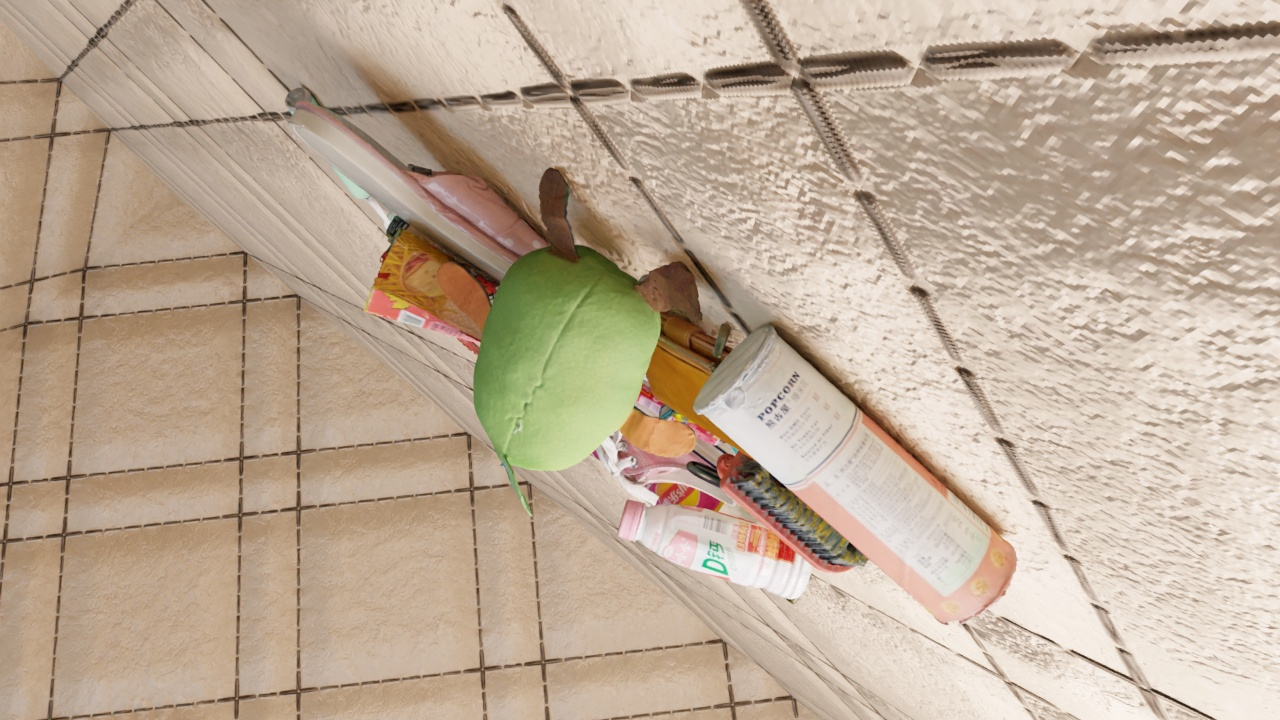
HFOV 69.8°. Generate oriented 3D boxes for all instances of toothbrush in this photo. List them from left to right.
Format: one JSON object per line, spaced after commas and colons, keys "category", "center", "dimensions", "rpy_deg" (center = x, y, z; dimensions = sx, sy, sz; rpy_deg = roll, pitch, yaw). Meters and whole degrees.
{"category": "toothbrush", "center": [-0.300, -0.196, 0.950], "dimensions": [0.026, 0.027, 0.225], "rpy_deg": [5, 155, 14]}
{"category": "toothbrush", "center": [0.124, 0.131, 0.823], "dimensions": [0.181, 0.015, 0.018], "rpy_deg": [24, 157, 11]}

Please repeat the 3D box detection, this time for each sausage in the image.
{"category": "sausage", "center": [0.012, 0.037, 0.850], "dimensions": [0.156, 0.020, 0.020], "rpy_deg": [29, 164, 8]}

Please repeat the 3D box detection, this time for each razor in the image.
{"category": "razor", "center": [0.076, 0.077, 0.817], "dimensions": [0.132, 0.028, 0.043], "rpy_deg": [37, 155, -3]}

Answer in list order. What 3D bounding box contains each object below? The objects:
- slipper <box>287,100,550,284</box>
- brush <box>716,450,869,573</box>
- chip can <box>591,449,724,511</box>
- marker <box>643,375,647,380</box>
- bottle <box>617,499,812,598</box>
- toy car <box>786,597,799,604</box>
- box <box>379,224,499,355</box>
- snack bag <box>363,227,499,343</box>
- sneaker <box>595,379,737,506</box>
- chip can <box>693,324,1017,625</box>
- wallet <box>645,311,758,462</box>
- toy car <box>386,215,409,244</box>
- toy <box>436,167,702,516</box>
{"category": "slipper", "center": [-0.148, -0.121, 0.729], "dimensions": [0.274, 0.054, 0.114], "rpy_deg": [35, 172, -21]}
{"category": "brush", "center": [0.129, 0.123, 0.759], "dimensions": [0.146, 0.063, 0.069], "rpy_deg": [42, 154, -15]}
{"category": "chip can", "center": [-0.004, 0.099, 1.003], "dimensions": [0.210, 0.071, 0.071], "rpy_deg": [41, 166, -3]}
{"category": "marker", "center": [-0.005, 0.005, 0.829], "dimensions": [0.131, 0.018, 0.022], "rpy_deg": [25, 164, 43]}
{"category": "bottle", "center": [0.075, 0.188, 0.943], "dimensions": [0.197, 0.068, 0.068], "rpy_deg": [15, 164, 0]}
{"category": "toy car", "center": [0.163, 0.239, 1.060], "dimensions": [0.070, 0.042, 0.158], "rpy_deg": [35, 166, 17]}
{"category": "box", "center": [-0.157, -0.063, 0.859], "dimensions": [0.168, 0.091, 0.079], "rpy_deg": [44, 163, -15]}
{"category": "snack bag", "center": [-0.122, -0.031, 0.767], "dimensions": [0.207, 0.073, 0.128], "rpy_deg": [26, -167, -16]}
{"category": "sneaker", "center": [-0.004, 0.076, 0.898], "dimensions": [0.241, 0.087, 0.118], "rpy_deg": [34, 165, 18]}
{"category": "chip can", "center": [0.136, 0.073, 0.576], "dimensions": [0.214, 0.071, 0.071], "rpy_deg": [41, 166, -6]}
{"category": "wallet", "center": [0.040, 0.011, 0.675], "dimensions": [0.131, 0.035, 0.119], "rpy_deg": [32, 151, 45]}
{"category": "toy car", "center": [-0.225, -0.120, 0.955], "dimensions": [0.091, 0.043, 0.036], "rpy_deg": [43, -176, 24]}
{"category": "toy", "center": [-0.054, -0.006, 0.655], "dimensions": [0.227, 0.089, 0.247], "rpy_deg": [37, 127, 9]}
